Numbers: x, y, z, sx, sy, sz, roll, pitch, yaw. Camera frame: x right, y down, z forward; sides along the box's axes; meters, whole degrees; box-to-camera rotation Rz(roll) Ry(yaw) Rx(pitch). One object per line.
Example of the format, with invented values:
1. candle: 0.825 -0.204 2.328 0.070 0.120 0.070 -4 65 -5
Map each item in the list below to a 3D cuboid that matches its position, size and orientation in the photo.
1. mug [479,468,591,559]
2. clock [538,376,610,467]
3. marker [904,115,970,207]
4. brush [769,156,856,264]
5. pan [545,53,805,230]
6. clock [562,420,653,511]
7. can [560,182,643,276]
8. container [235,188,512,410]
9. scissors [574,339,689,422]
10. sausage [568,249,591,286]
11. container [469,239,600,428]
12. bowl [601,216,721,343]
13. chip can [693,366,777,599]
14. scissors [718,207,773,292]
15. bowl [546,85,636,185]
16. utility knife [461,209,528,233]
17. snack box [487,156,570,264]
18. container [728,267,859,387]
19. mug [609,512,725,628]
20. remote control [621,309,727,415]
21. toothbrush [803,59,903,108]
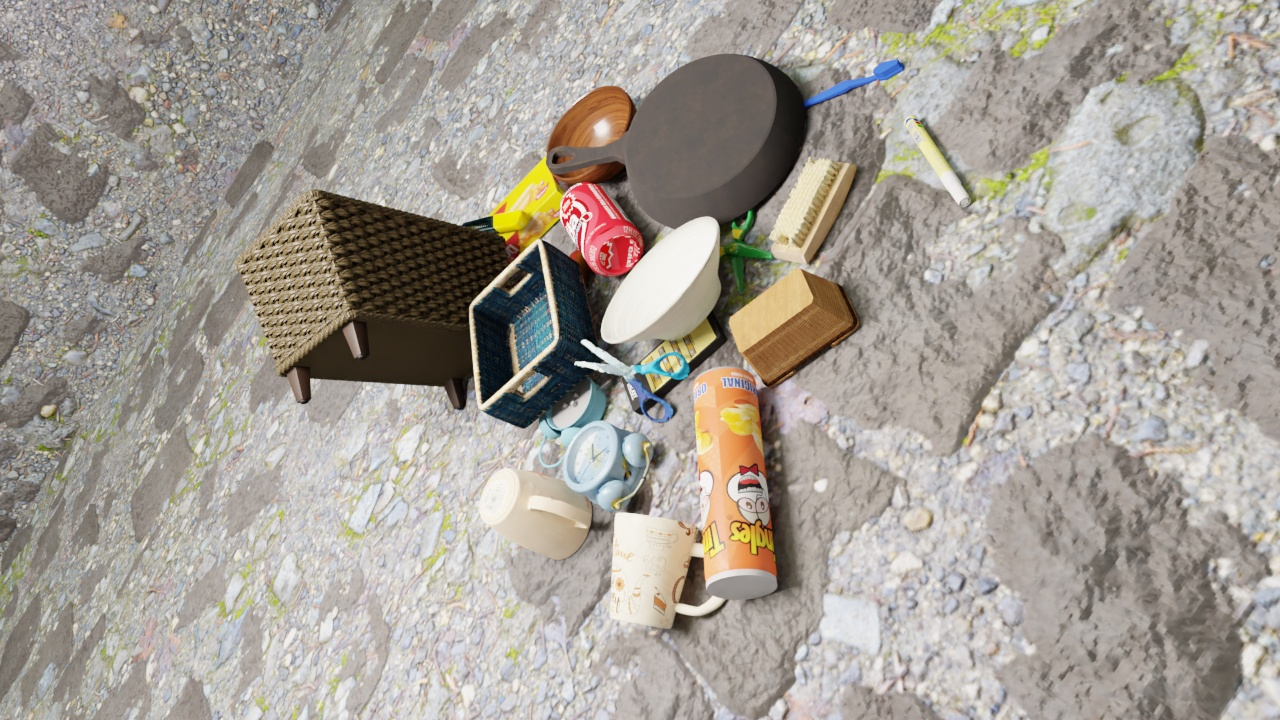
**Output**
1. mug: -0.107 0.162 0.992 0.112 0.104 0.085 -5 63 46
2. clock: -0.085 0.069 1.078 0.087 0.042 0.123 19 79 51
3. marker: 0.282 -0.191 0.873 0.014 0.014 0.132 -37 43 25
4. brush: 0.175 -0.159 0.948 0.049 0.039 0.117 23 83 52
5. pan: 0.022 -0.265 1.105 0.357 0.043 0.248 1 70 33
6. clock: -0.032 0.113 0.985 0.125 0.051 0.088 17 77 51
7. can: -0.052 -0.168 1.168 0.074 0.074 0.142 -48 40 14
8. container: -0.315 -0.059 1.187 0.177 0.320 0.205 -31 69 30
9. scissors: -0.017 0.024 0.997 0.135 0.015 0.086 11 97 10
10. sausage: -0.099 -0.073 1.187 0.040 0.040 0.155 2 68 48
11. container: -0.130 -0.032 1.103 0.146 0.071 0.187 -40 42 25
12. bowl: 0.038 -0.072 1.005 0.177 0.058 0.176 -41 23 21
13. chip can: 0.085 0.110 0.852 0.062 0.062 0.210 -27 48 33
14. scissors: 0.099 -0.120 1.025 0.120 0.012 0.128 -29 46 34
15. bowl: -0.052 -0.293 1.250 0.148 0.069 0.147 -21 55 32
16. utility knife: -0.222 -0.199 1.346 0.171 0.020 0.028 2 66 46
17. snack box: -0.184 -0.202 1.358 0.201 0.042 0.092 -40 42 22
18. container: 0.142 -0.035 0.885 0.114 0.061 0.063 -37 43 25
19. mug: 0.027 0.202 0.864 0.122 0.081 0.097 5 75 20
20. remote control: 0.035 -0.001 1.016 0.134 0.013 0.058 -43 42 19
21. toothbrush: 0.205 -0.296 1.024 0.187 0.011 0.016 -12 58 43
